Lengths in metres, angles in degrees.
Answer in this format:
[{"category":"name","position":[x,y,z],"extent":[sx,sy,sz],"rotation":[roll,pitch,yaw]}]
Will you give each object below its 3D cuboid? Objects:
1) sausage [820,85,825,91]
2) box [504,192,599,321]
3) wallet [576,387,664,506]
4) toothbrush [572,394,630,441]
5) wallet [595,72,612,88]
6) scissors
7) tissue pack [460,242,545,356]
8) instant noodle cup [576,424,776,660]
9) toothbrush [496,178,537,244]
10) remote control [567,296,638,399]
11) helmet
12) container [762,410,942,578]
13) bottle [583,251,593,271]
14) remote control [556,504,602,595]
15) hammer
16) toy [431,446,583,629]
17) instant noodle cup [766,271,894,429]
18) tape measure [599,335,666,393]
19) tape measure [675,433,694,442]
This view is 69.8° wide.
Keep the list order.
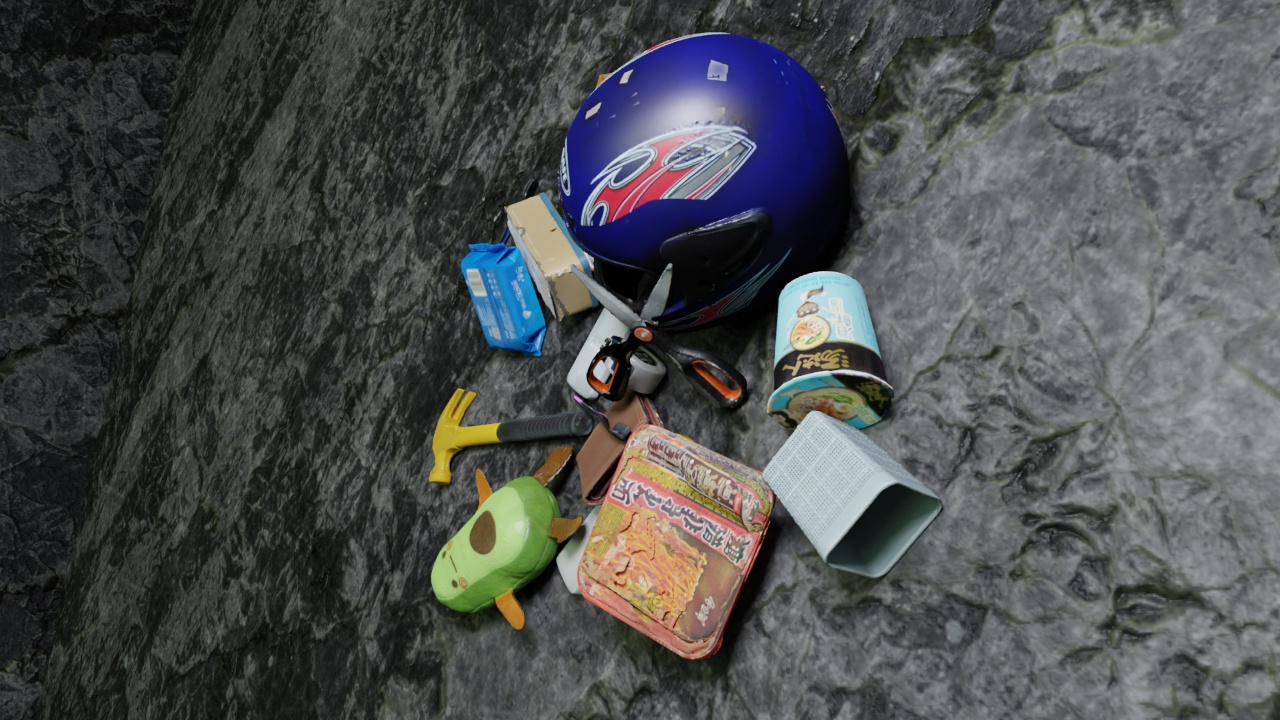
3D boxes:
[{"category":"sausage","position":[0.140,-0.292,1.021],"extent":[0.156,0.020,0.020],"rotation":[4,77,46]},{"category":"box","position":[-0.111,-0.128,1.153],"extent":[0.061,0.090,0.184],"rotation":[-25,50,-12]},{"category":"wallet","position":[-0.028,0.092,1.018],"extent":[0.125,0.032,0.101],"rotation":[-53,24,14]},{"category":"toothbrush","position":[-0.047,0.059,1.037],"extent":[0.017,0.014,0.189],"rotation":[-48,22,-5]},{"category":"wallet","position":[-0.016,-0.330,1.188],"extent":[0.132,0.031,0.107],"rotation":[6,80,45]},{"category":"scissors","position":[0.010,-0.013,0.913],"extent":[0.235,0.221,0.021],"rotation":[-50,15,51]},{"category":"tissue pack","position":[-0.176,-0.080,1.201],"extent":[0.095,0.052,0.157],"rotation":[6,119,47]},{"category":"instant noodle cup","position":[0.039,0.172,0.877],"extent":[0.165,0.079,0.189],"rotation":[24,93,30]},{"category":"toothbrush","position":[-0.196,-0.179,1.323],"extent":[0.016,0.014,0.190],"rotation":[41,105,47]},{"category":"remote control","position":[-0.041,-0.020,1.097],"extent":[0.056,0.020,0.136],"rotation":[37,101,45]},{"category":"helmet","position":[0.038,-0.175,0.899],"extent":[0.316,0.240,0.246],"rotation":[-29,48,29]},{"category":"container","position":[0.174,0.109,0.779],"extent":[0.090,0.090,0.111],"rotation":[-54,42,15]},{"category":"bottle","position":[-0.030,-0.146,1.106],"extent":[0.109,0.063,0.063],"rotation":[-38,49,48]},{"category":"remote control","position":[-0.039,0.188,1.011],"extent":[0.150,0.021,0.058],"rotation":[-53,39,16]},{"category":"hammer","position":[-0.174,0.091,1.181],"extent":[0.302,0.032,0.128],"rotation":[-9,69,43]},{"category":"toy","position":[-0.160,0.212,1.078],"extent":[0.247,0.090,0.226],"rotation":[-44,41,20]},{"category":"instant noodle cup","position":[0.166,-0.011,0.827],"extent":[0.111,0.111,0.120],"rotation":[-26,50,37]},{"category":"tape measure","position":[-0.006,0.006,1.017],"extent":[0.034,0.065,0.066],"rotation":[-57,41,19]},{"category":"tape measure","position":[0.037,0.106,0.961],"extent":[0.060,0.029,0.057],"rotation":[10,83,47]}]
